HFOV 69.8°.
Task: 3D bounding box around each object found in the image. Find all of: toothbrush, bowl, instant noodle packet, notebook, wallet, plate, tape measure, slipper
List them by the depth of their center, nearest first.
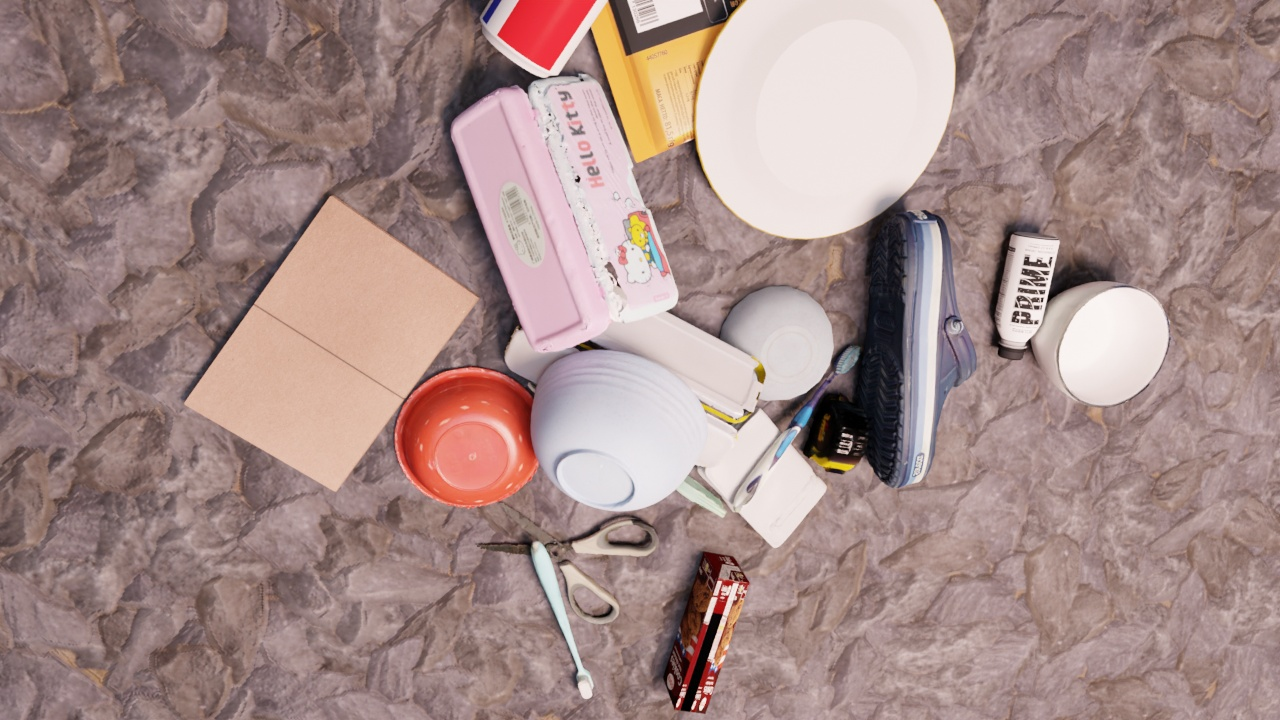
[{"bbox_3d":[0.074,-0.271,0.730,0.220,0.032,0.160,-21,107,-5],"label":"instant noodle packet"},{"bbox_3d":[-0.025,0.071,0.743,0.151,0.074,0.151,9,133,10],"label":"bowl"},{"bbox_3d":[0.156,-0.204,0.746,0.229,0.021,0.230,-7,120,-13],"label":"plate"},{"bbox_3d":[-0.252,-0.009,0.755,0.141,0.008,0.209,36,97,-18],"label":"notebook"},{"bbox_3d":[-0.144,0.073,0.782,0.130,0.045,0.131,-3,107,-10],"label":"bowl"},{"bbox_3d":[0.251,-0.005,0.805,0.095,0.105,0.253,-4,107,-10],"label":"slipper"},{"bbox_3d":[0.126,-0.010,0.814,0.106,0.039,0.106,-3,107,-10],"label":"bowl"},{"bbox_3d":[0.142,0.061,0.831,0.016,0.017,0.189,39,84,-15],"label":"toothbrush"},{"bbox_3d":[0.183,0.067,0.836,0.038,0.062,0.067,12,102,-14],"label":"tape measure"},{"bbox_3d":[0.113,0.108,0.854,0.086,0.032,0.116,-42,108,-9],"label":"wallet"},{"bbox_3d":[-0.072,0.243,0.855,0.016,0.016,0.181,-14,112,3],"label":"toothbrush"},{"bbox_3d":[0.420,-0.020,0.855,0.116,0.065,0.116,-3,107,-11],"label":"bowl"}]

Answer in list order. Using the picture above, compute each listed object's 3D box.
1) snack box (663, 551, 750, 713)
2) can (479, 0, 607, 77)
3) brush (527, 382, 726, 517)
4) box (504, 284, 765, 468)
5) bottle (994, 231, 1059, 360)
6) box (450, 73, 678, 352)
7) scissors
[{"bbox_3d":[0.061,0.259,0.874,0.031,0.051,0.141,13,103,-15],"label":"snack box"},{"bbox_3d":[-0.055,-0.279,0.667,0.070,0.070,0.132,32,113,-18],"label":"can"},{"bbox_3d":[-0.011,0.079,0.818,0.217,0.033,0.012,34,97,-17],"label":"brush"},{"bbox_3d":[-0.005,0.006,0.784,0.210,0.080,0.083,28,57,-5],"label":"box"},{"bbox_3d":[0.351,-0.058,0.844,0.041,0.041,0.116,3,106,-12],"label":"bottle"},{"bbox_3d":[-0.057,-0.117,0.725,0.101,0.102,0.201,-21,90,38],"label":"box"},{"bbox_3d":[-0.059,0.181,0.848,0.169,0.012,0.157,-19,110,-1],"label":"scissors"}]
